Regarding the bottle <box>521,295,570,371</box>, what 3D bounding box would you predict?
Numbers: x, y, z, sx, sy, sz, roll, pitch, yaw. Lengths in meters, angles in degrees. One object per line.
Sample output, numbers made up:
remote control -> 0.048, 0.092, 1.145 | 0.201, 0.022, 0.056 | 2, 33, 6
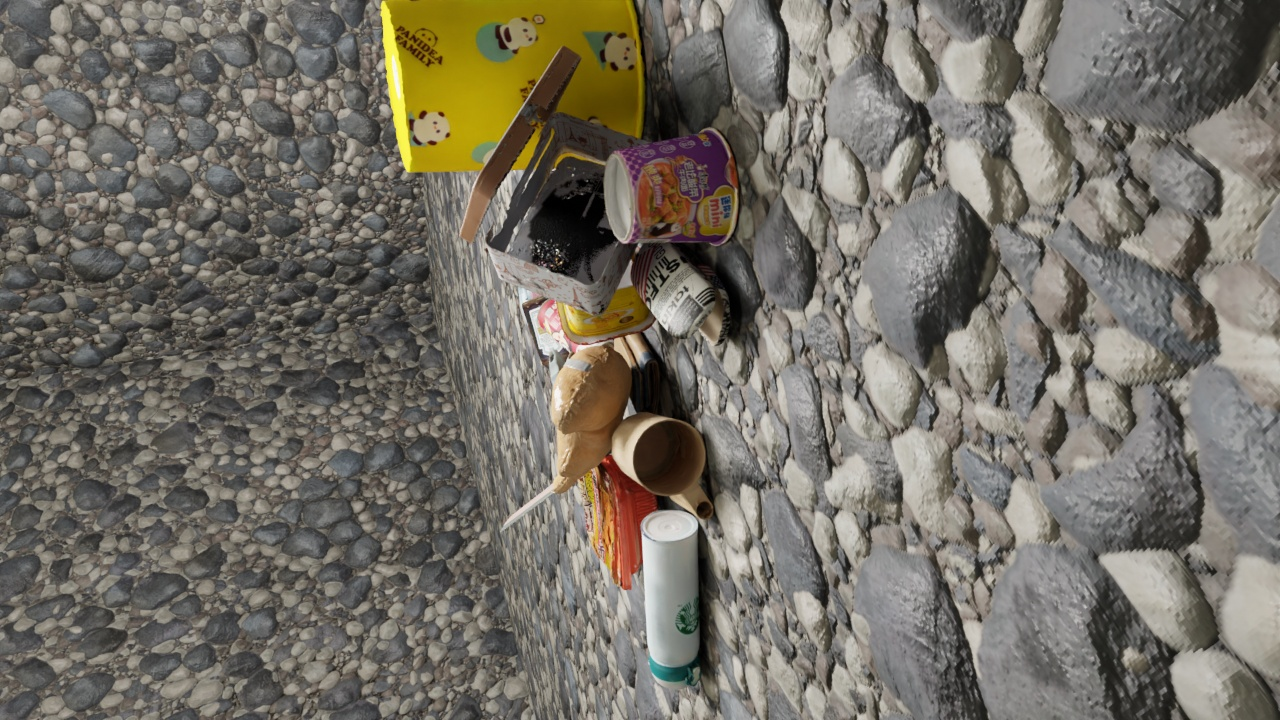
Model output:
bottle -> -0.118, -0.006, 1.393 | 0.080, 0.043, 0.195 | -16, 95, 44

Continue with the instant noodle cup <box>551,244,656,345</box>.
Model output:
instant noodle cup -> -0.044, -0.090, 1.033 | 0.124, 0.116, 0.116 | 83, 173, -76

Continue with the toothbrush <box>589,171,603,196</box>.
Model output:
toothbrush -> -0.037, -0.164, 1.155 | 0.027, 0.026, 0.212 | -45, 56, 59

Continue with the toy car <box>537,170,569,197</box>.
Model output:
toy car -> -0.129, -0.236, 1.369 | 0.031, 0.049, 0.106 | -120, 25, -44

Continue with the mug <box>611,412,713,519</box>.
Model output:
mug -> 0.028, 0.118, 1.037 | 0.124, 0.084, 0.103 | 56, 168, -12

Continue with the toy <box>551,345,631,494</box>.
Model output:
toy -> -0.065, 0.078, 1.109 | 0.082, 0.143, 0.226 | 29, 142, 18

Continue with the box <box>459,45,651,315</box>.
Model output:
box -> -0.077, -0.179, 0.893 | 0.192, 0.156, 0.182 | 87, -154, -69

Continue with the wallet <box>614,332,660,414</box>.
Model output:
wallet -> -0.007, 0.007, 1.147 | 0.115, 0.033, 0.090 | -116, 23, -51

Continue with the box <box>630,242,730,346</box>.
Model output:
box -> 0.051, -0.072, 0.911 | 0.075, 0.081, 0.163 | -60, 30, 16

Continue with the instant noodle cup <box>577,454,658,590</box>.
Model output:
instant noodle cup -> -0.027, 0.201, 1.235 | 0.189, 0.079, 0.164 | -142, 45, -68

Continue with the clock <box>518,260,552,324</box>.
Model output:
clock -> -0.161, -0.114, 1.525 | 0.158, 0.059, 0.117 | -149, 53, -70

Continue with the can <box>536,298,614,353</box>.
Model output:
can -> -0.088, -0.036, 1.284 | 0.133, 0.053, 0.053 | 39, 140, 38

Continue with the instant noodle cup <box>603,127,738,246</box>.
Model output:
instant noodle cup -> 0.023, -0.156, 0.845 | 0.112, 0.099, 0.111 | 171, 90, -73

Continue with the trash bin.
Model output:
trash bin -> -0.151, -0.319, 1.047 | 0.230, 0.255, 0.229 | 170, 90, -74

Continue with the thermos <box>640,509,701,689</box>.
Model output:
thermos -> 0.040, 0.292, 1.098 | 0.073, 0.073, 0.224 | -133, 37, -61

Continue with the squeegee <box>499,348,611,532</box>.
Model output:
squeegee -> -0.108, 0.083, 1.282 | 0.248, 0.040, 0.249 | -38, 42, 31
